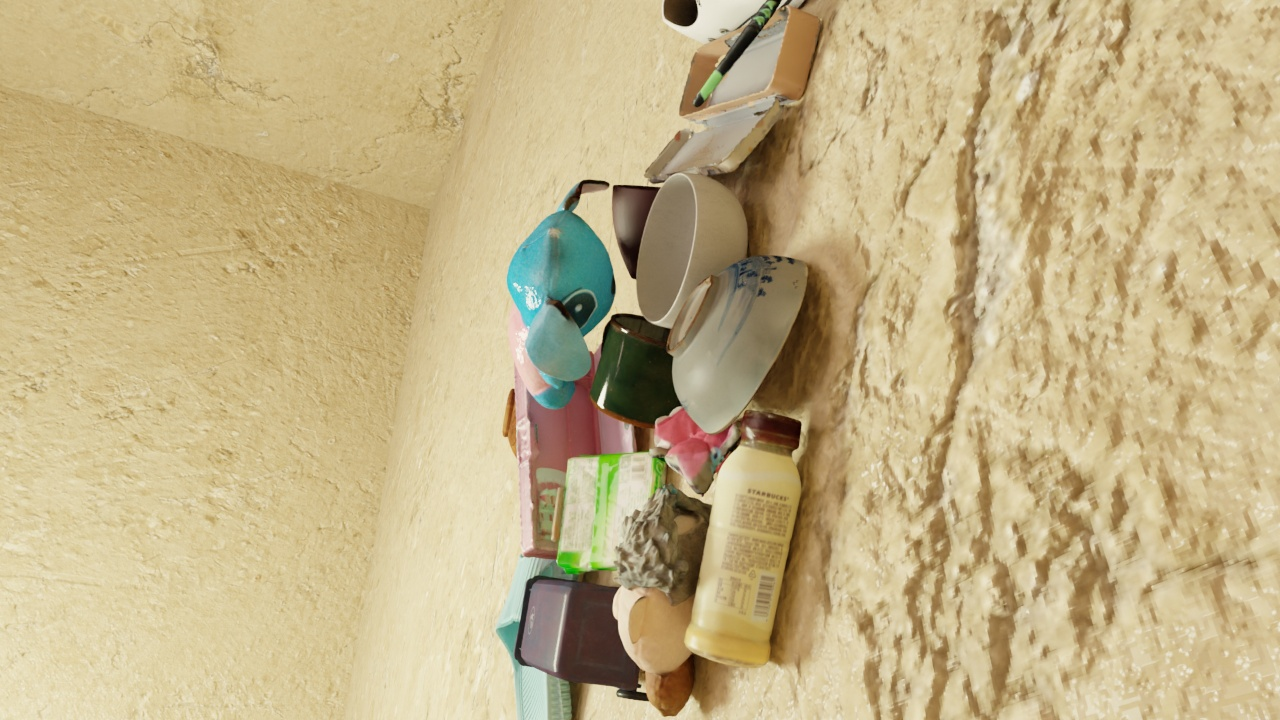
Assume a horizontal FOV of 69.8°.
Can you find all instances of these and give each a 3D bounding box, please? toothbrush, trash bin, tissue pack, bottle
[{"bbox_3d":[0.096,-0.278,0.759,0.189,0.014,0.017,-47,22,41],"label":"toothbrush"},{"bbox_3d":[-0.049,0.238,0.810,0.161,0.092,0.093,147,134,-68],"label":"trash bin"},{"bbox_3d":[-0.027,0.134,0.823,0.100,0.034,0.113,-7,65,26],"label":"tissue pack"},{"bbox_3d":[0.072,0.115,0.607,0.057,0.056,0.162,177,107,-69],"label":"bottle"}]

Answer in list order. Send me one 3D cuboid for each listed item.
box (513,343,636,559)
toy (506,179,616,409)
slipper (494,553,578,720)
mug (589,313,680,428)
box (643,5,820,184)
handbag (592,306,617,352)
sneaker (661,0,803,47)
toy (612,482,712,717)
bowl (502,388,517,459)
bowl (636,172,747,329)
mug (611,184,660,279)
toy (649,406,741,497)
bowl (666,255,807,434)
[{"bbox_3d":[-0.059,0.071,0.911,0.115,0.099,0.232,-40,47,47],"label":"box"},{"bbox_3d":[-0.077,-0.062,0.859,0.192,0.099,0.223,111,165,-55],"label":"toy"},{"bbox_3d":[-0.110,0.275,0.932,0.116,0.069,0.275,-31,55,58],"label":"slipper"},{"bbox_3d":[-0.005,0.005,0.832,0.111,0.084,0.081,33,111,47],"label":"mug"},{"bbox_3d":[0.075,-0.231,0.837,0.157,0.063,0.216,-56,20,-4],"label":"box"},{"bbox_3d":[-0.053,0.025,1.026,0.084,0.027,0.178,-125,48,-64],"label":"handbag"},{"bbox_3d":[0.084,-0.358,0.832,0.246,0.097,0.091,-173,96,-71],"label":"sneaker"},{"bbox_3d":[0.017,0.173,0.666,0.132,0.076,0.176,-19,-68,-61],"label":"toy"},{"bbox_3d":[-0.132,0.069,1.124,0.147,0.069,0.147,-171,91,-81],"label":"bowl"},{"bbox_3d":[0.050,-0.090,0.786,0.132,0.064,0.132,-172,91,-70],"label":"bowl"},{"bbox_3d":[0.006,-0.126,0.907,0.114,0.087,0.088,23,113,53],"label":"mug"},{"bbox_3d":[0.047,0.069,0.728,0.065,0.050,0.102,-43,27,-8],"label":"toy"},{"bbox_3d":[0.059,-0.023,0.677,0.151,0.056,0.150,-60,9,16],"label":"bowl"}]
